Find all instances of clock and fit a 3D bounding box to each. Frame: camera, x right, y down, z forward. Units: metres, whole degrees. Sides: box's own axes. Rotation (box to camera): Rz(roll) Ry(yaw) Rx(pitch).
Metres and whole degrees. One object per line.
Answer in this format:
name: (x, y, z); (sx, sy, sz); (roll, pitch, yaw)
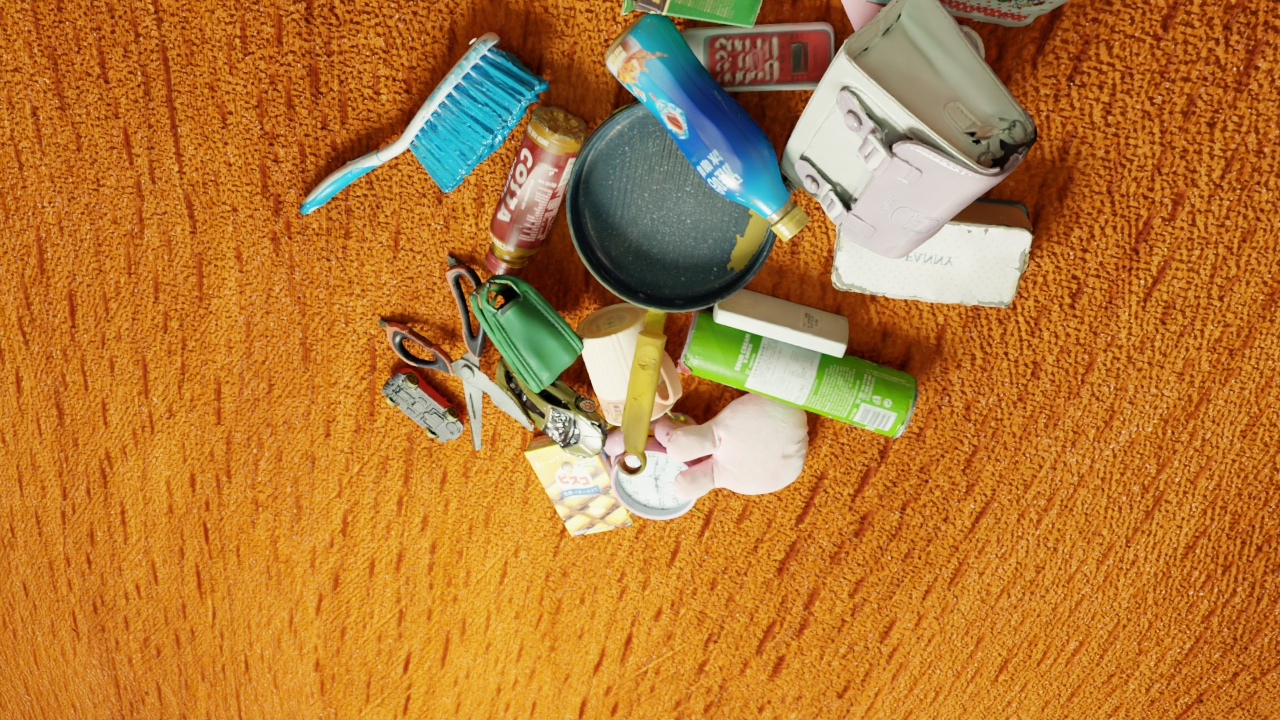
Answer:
clock: (0.017, 0.110, 1.039); (0.117, 0.059, 0.159); (-3, 120, 15)

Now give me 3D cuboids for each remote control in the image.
remote control: (0.100, -0.263, 0.799); (0.136, 0.020, 0.056); (2, 124, 12)
remote control: (0.140, -0.040, 0.913); (0.135, 0.056, 0.019); (15, 125, 2)

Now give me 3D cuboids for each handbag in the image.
handbag: (-0.121, -0.032, 0.923); (0.068, 0.131, 0.120); (-43, 100, -7)
handbag: (0.196, -0.163, 0.702); (0.145, 0.197, 0.098); (43, 81, 5)

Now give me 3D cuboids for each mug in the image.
mug: (-0.006, 0.006, 0.951); (0.115, 0.081, 0.106); (15, 132, 49)

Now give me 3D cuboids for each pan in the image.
pan: (0.018, -0.064, 0.862); (0.198, 0.078, 0.358); (10, 110, 5)

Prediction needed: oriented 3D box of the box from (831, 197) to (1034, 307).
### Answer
box: (0.270, -0.103, 0.840); (0.184, 0.061, 0.090); (8, 124, 6)

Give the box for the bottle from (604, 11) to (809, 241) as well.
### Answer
bottle: (0.062, -0.192, 0.773); (0.065, 0.065, 0.218); (-39, 95, 31)

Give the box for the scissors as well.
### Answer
scissors: (-0.195, -0.005, 1.012); (0.222, 0.015, 0.189); (36, 119, 9)

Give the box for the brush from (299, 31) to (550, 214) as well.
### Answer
brush: (-0.221, -0.204, 0.899); (0.109, 0.060, 0.315); (45, 124, -10)

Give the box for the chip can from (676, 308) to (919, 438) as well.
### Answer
chip can: (0.157, 0.012, 0.934); (0.236, 0.072, 0.072); (18, 125, 1)

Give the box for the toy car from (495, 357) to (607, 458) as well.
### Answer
toy car: (-0.099, 0.048, 1.010); (0.158, 0.042, 0.070); (37, 132, 22)

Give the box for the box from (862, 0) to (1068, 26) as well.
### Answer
box: (0.221, -0.294, 0.642); (0.201, 0.102, 0.095); (0, 99, -23)

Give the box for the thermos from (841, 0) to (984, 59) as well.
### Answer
thermos: (0.202, -0.294, 0.722); (0.087, 0.067, 0.198); (-31, 108, 3)

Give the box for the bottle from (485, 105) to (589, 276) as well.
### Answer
bottle: (-0.106, -0.158, 0.894); (0.057, 0.057, 0.175); (26, 125, -4)

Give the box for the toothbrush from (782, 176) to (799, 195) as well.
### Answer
toothbrush: (0.189, -0.210, 0.817); (0.017, 0.012, 0.186); (40, 123, -14)

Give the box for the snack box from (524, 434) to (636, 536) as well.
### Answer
snack box: (-0.069, 0.146, 1.100); (0.087, 0.033, 0.140); (-14, 117, 21)

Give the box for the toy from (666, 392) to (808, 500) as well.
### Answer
toy: (0.106, 0.095, 0.989); (0.159, 0.054, 0.121); (-11, 112, -10)

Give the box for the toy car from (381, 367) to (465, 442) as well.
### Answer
toy car: (-0.253, 0.053, 1.084); (0.106, 0.031, 0.049); (43, 122, -14)

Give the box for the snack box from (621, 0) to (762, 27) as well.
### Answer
snack box: (0.055, -0.322, 0.716); (0.105, 0.117, 0.118); (17, 123, -3)
